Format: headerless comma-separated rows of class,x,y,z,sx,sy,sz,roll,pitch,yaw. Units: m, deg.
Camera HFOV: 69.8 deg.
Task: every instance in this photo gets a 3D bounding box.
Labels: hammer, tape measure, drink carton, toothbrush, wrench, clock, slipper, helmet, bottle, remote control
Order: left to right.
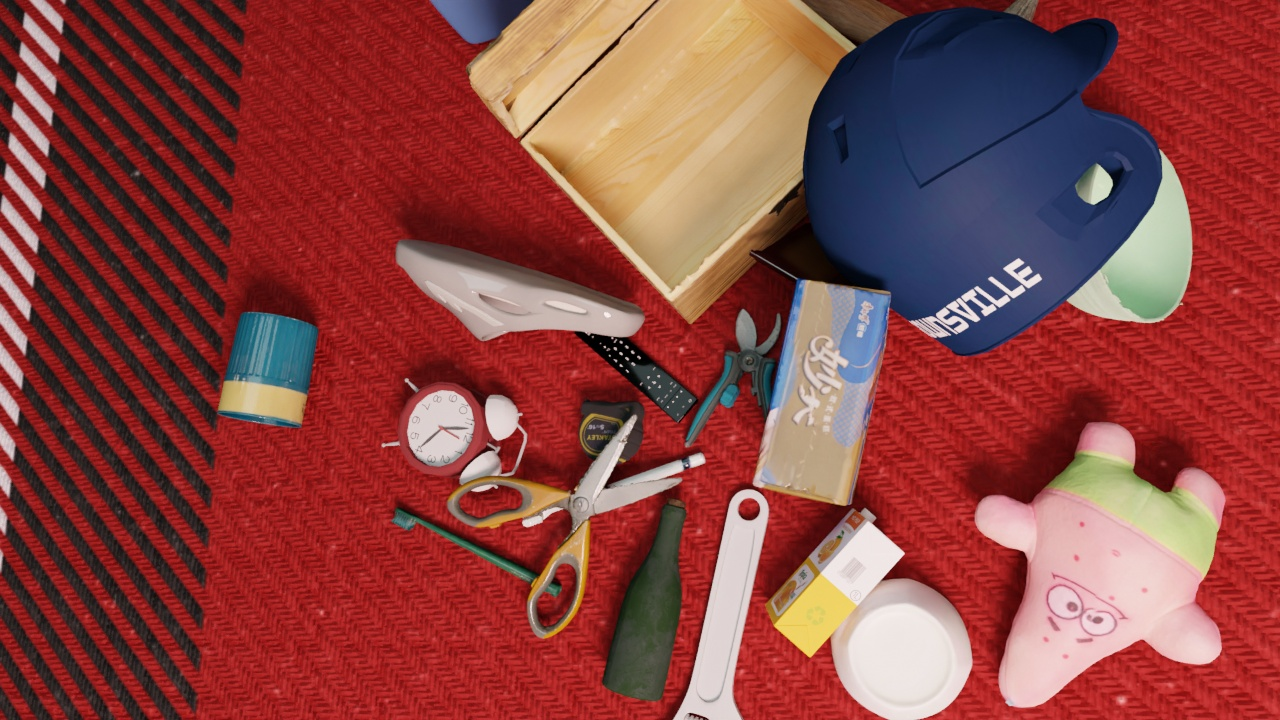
clock,-0.177,0.071,0.897,0.138,0.048,0.096,16,84,18
toothbrush,-0.162,0.186,0.888,0.190,0.016,0.017,21,83,18
slipper,-0.126,-0.049,0.885,0.266,0.112,0.081,17,103,18
toothbrush,-0.027,0.123,0.865,0.187,0.017,0.012,-21,107,10
tape measure,-0.027,0.068,0.867,0.062,0.034,0.061,2,75,27
remote control,-0.005,0.005,0.886,0.140,0.009,0.030,41,91,18
bottle,0.013,0.209,0.820,0.055,0.055,0.174,11,79,16
wrench,0.082,0.252,0.812,0.087,0.018,0.273,12,81,17
drink carton,0.164,0.183,0.776,0.040,0.058,0.122,42,92,-1
hammer,0.214,-0.336,0.880,0.301,0.037,0.158,36,90,18
helmet,0.244,-0.163,0.703,0.223,0.233,0.271,43,69,-1

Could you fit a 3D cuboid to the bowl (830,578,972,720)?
bowl,0.214,0.239,0.754,0.116,0.065,0.116,-3,79,14

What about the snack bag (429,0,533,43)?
snack bag,-0.183,-0.462,0.945,0.102,0.159,0.205,-14,75,12

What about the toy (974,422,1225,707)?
toy,0.351,0.171,0.720,0.192,0.096,0.237,32,96,26

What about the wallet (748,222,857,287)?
wallet,0.159,-0.085,0.810,0.091,0.115,0.018,34,122,18

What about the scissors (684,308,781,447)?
scissors,0.101,0.033,0.848,0.124,0.019,0.154,44,93,17

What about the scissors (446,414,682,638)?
scissors,-0.078,0.138,0.845,0.216,0.016,0.225,27,94,9

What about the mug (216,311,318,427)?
mug,-0.394,0.011,0.955,0.114,0.083,0.107,-3,77,42

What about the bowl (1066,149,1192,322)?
bowl,0.378,-0.101,0.753,0.077,0.150,0.150,-7,73,57

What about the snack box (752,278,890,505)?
snack box,0.150,0.034,0.735,0.069,0.202,0.155,12,85,16

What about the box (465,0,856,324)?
box,0.018,-0.254,0.772,0.279,0.323,0.284,-44,70,5
